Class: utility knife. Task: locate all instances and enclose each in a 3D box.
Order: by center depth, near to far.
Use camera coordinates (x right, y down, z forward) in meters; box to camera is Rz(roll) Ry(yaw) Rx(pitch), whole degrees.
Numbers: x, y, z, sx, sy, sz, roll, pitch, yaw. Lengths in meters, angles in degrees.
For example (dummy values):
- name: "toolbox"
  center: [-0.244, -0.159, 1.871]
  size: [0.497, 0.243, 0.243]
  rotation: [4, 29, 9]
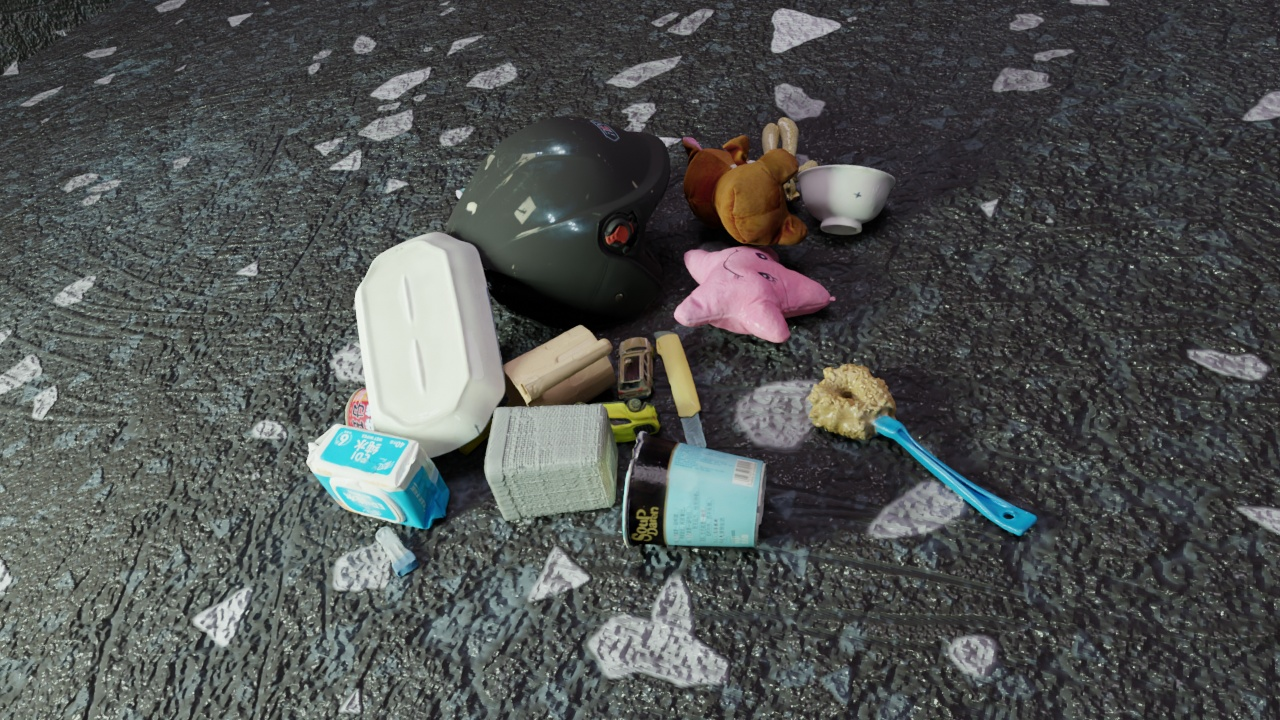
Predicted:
- name: "utility knife"
  center: [0.044, 0.029, 1.001]
  size: [0.031, 0.021, 0.206]
  rotation: [-18, 36, 3]

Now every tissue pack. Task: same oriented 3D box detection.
- name: "tissue pack"
  center: [-0.271, 0.122, 0.948]
  size: [0.140, 0.090, 0.063]
  rotation: [9, 51, 24]

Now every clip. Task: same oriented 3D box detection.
- name: "clip"
  center: [-0.246, 0.190, 0.923]
  size: [0.025, 0.033, 0.057]
  rotation: [-34, 49, -16]

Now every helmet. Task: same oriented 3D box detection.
- name: "helmet"
  center: [-0.094, -0.176, 1.104]
  size: [0.275, 0.230, 0.233]
  rotation: [-54, 42, 17]

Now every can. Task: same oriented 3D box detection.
- name: "can"
  center: [-0.274, 0.063, 1.027]
  size: [0.094, 0.067, 0.066]
  rotation: [4, 46, 20]

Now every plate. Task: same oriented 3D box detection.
- name: "plate"
  center: [-0.237, -0.026, 0.989]
  size: [0.162, 0.034, 0.265]
  rotation: [-19, 66, 12]

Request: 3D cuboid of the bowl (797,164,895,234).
- name: "bowl"
  center: [0.249, -0.191, 1.124]
  size: [0.118, 0.118, 0.064]
  rotation: [5, 86, 21]

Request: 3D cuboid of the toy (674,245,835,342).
- name: "toy"
  center: [0.133, -0.083, 1.051]
  size: [0.178, 0.075, 0.194]
  rotation: [8, 35, 5]

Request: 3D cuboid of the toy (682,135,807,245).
- name: "toy"
  center: [0.121, -0.209, 1.123]
  size: [0.130, 0.140, 0.200]
  rotation: [-22, 24, -23]

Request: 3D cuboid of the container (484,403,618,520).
- name: "container"
  center: [-0.085, 0.099, 0.918]
  size: [0.114, 0.090, 0.090]
  rotation: [-6, 44, 7]

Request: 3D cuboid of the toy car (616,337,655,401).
- name: "toy car"
  center: [-0.006, 0.006, 1.030]
  size: [0.042, 0.035, 0.090]
  rotation: [-7, 41, 8]

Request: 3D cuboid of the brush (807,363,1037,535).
- name: "brush"
  center: [0.259, 0.083, 0.871]
  size: [0.083, 0.046, 0.255]
  rotation: [-32, 49, -22]

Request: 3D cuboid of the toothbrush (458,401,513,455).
- name: "toothbrush"
  center: [-0.137, 0.039, 1.048]
  size: [0.016, 0.017, 0.189]
  rotation: [24, 56, 36]

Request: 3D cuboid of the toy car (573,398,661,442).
- name: "toy car"
  center: [-0.031, 0.067, 0.965]
  size: [0.105, 0.048, 0.032]
  rotation: [-3, 56, 14]

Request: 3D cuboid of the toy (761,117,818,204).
- name: "toy"
  center: [0.184, -0.264, 1.227]
  size: [0.105, 0.066, 0.156]
  rotation: [-5, 50, 19]

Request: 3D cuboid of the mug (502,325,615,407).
- name: "mug"
  center: [-0.087, 0.015, 0.987]
  size: [0.103, 0.125, 0.084]
  rotation: [-31, 88, -17]

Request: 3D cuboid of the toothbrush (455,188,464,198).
- name: "toothbrush"
  center: [-0.207, -0.210, 1.327]
  size: [0.189, 0.029, 0.021]
  rotation: [33, 102, 38]

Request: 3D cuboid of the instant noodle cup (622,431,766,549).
- name: "instant noodle cup"
  center: [0.053, 0.126, 0.845]
  size: [0.120, 0.111, 0.111]
  rotation: [6, 47, 10]
